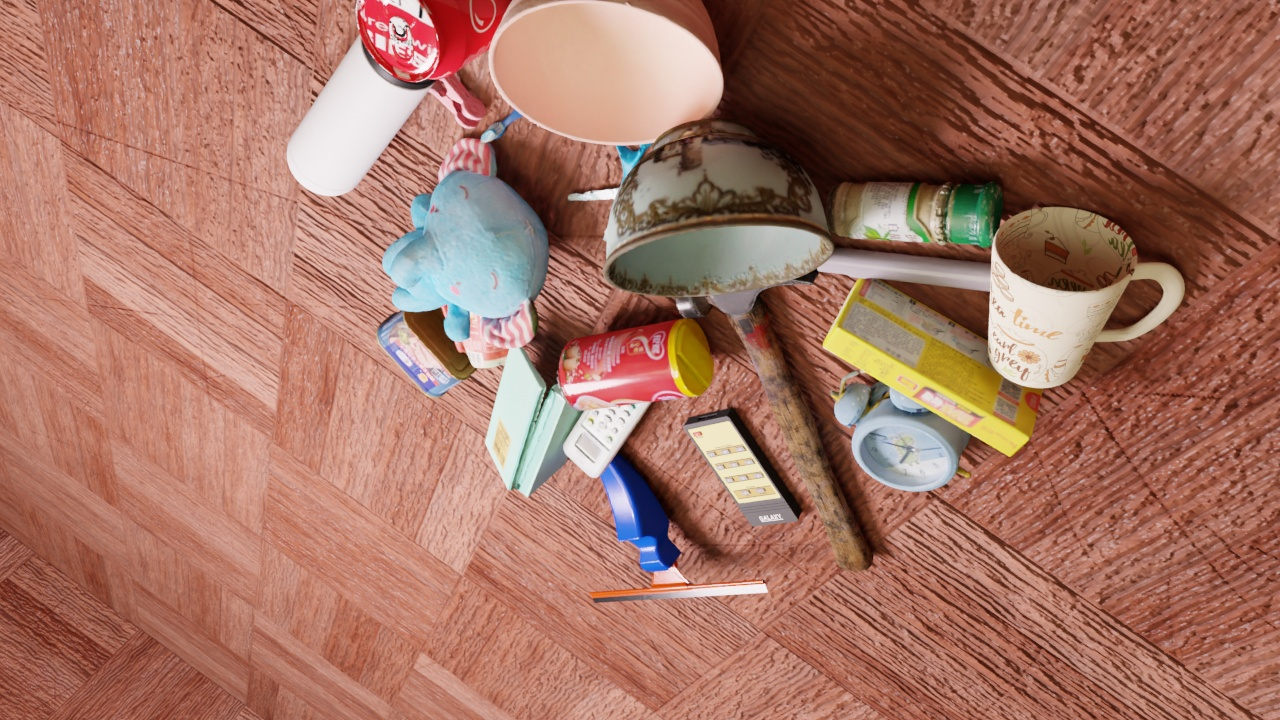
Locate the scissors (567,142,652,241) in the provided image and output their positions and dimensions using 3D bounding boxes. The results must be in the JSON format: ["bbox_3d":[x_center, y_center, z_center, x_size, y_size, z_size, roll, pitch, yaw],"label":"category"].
[{"bbox_3d":[-0.001,-0.127,0.729,0.117,0.014,0.130,35,139,0],"label":"scissors"}]

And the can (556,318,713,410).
[{"bbox_3d":[-0.005,0.005,0.800,0.125,0.066,0.067,-9,122,30],"label":"can"}]

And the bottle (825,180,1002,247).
[{"bbox_3d":[0.181,-0.099,0.611,0.110,0.042,0.043,8,131,30],"label":"bottle"}]

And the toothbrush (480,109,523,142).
[{"bbox_3d":[-0.085,-0.202,0.716,0.133,0.016,0.021,-23,111,45],"label":"toothbrush"}]

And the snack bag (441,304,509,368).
[{"bbox_3d":[-0.163,-0.067,0.879,0.087,0.044,0.155,4,125,25],"label":"snack bag"}]

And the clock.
[{"bbox_3d":[0.205,0.050,0.720,0.089,0.051,0.124,-17,120,42],"label":"clock"}]

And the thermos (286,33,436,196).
[{"bbox_3d":[-0.229,-0.228,0.755,0.231,0.068,0.101,-27,78,49],"label":"thermos"}]

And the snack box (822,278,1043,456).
[{"bbox_3d":[0.211,0.000,0.655,0.152,0.075,0.025,31,136,7],"label":"snack box"}]

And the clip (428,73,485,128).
[{"bbox_3d":[-0.155,-0.214,0.750,0.044,0.023,0.060,-8,121,44],"label":"clip"}]

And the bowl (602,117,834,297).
[{"bbox_3d":[0.049,-0.109,0.635,0.160,0.159,0.094,-15,76,42],"label":"bowl"}]

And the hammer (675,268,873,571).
[{"bbox_3d":[0.145,0.062,0.790,0.120,0.033,0.330,-6,124,36],"label":"hammer"}]

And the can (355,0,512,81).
[{"bbox_3d":[-0.117,-0.242,0.606,0.074,0.142,0.075,19,135,19],"label":"can"}]

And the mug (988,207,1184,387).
[{"bbox_3d":[0.283,-0.037,0.590,0.122,0.080,0.097,-5,137,5],"label":"mug"}]

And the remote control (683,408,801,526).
[{"bbox_3d":[0.097,0.104,0.872,0.058,0.013,0.133,-18,116,42],"label":"remote control"}]

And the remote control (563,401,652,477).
[{"bbox_3d":[-0.030,0.057,0.890,0.050,0.022,0.134,42,127,11],"label":"remote control"}]

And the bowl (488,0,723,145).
[{"bbox_3d":[-0.019,-0.213,0.600,0.153,0.076,0.153,4,162,1],"label":"bowl"}]

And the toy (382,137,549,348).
[{"bbox_3d":[-0.165,-0.090,0.792,0.181,0.114,0.183,-13,94,29],"label":"toy"}]

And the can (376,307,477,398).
[{"bbox_3d":[-0.217,-0.014,0.949,0.059,0.053,0.100,-25,111,43],"label":"can"}]

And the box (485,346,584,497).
[{"bbox_3d":[-0.112,0.050,0.924,0.091,0.077,0.189,38,141,11],"label":"box"}]

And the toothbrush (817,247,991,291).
[{"bbox_3d":[0.163,-0.070,0.666,0.188,0.018,0.019,10,130,27],"label":"toothbrush"}]

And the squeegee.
[{"bbox_3d":[-0.001,0.166,0.960,0.250,0.055,0.185,-17,108,42],"label":"squeegee"}]
